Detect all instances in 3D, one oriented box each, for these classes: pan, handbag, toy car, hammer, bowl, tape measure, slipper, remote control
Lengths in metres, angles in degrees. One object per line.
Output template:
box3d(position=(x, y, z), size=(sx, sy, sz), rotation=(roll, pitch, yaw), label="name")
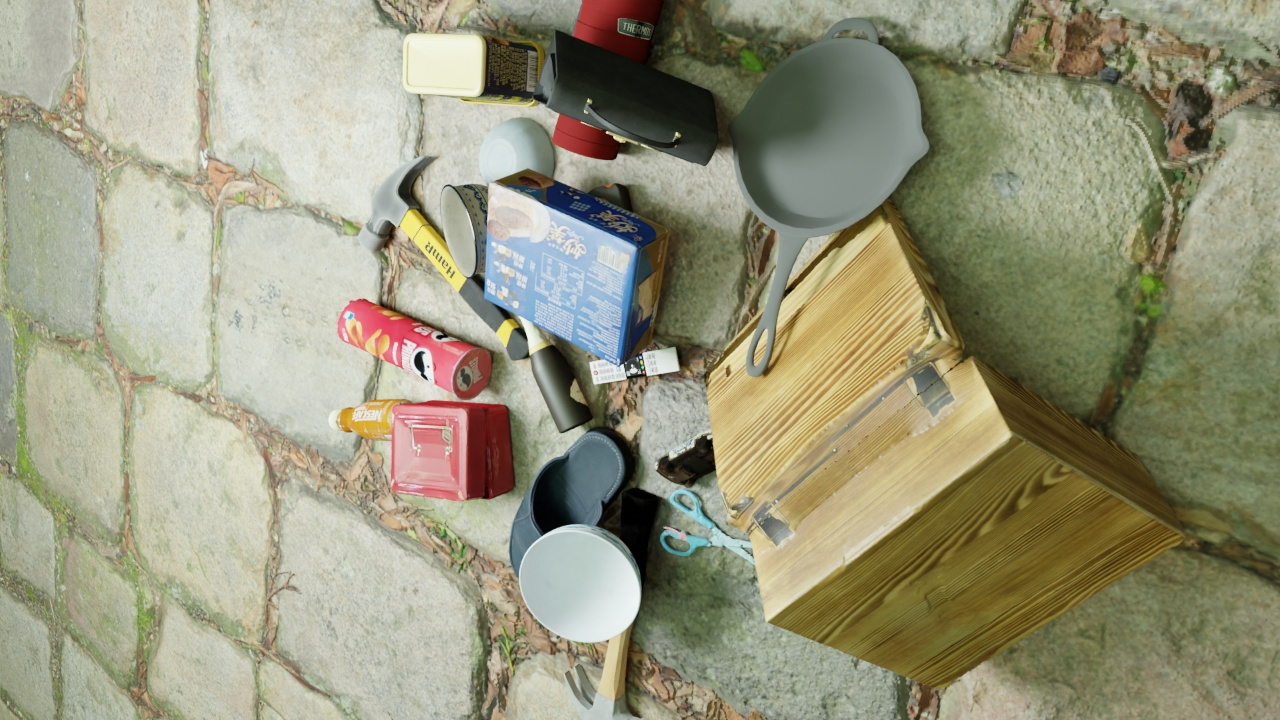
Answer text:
box3d(position=(0.163, -0.154, 0.893), size=(0.217, 0.024, 0.354), rotation=(19, 94, 37), label="pan")
box3d(position=(-0.009, -0.238, 0.887), size=(0.175, 0.195, 0.072), rotation=(17, 114, -15), label="handbag")
box3d(position=(0.064, 0.108, 1.039), size=(0.048, 0.040, 0.113), rotation=(36, 133, -23), label="toy car")
box3d(position=(-0.022, 0.317, 1.139), size=(0.131, 0.039, 0.328), rotation=(17, 108, 31), label="hammer")
box3d(position=(-0.245, -0.124, 1.209), size=(0.324, 0.034, 0.170), rotation=(47, 119, 16), label="hammer")
box3d(position=(-0.159, -0.243, 1.121), size=(0.106, 0.039, 0.106), rotation=(7, 103, 32), label="bowl")
box3d(position=(-0.061, 0.247, 1.075), size=(0.144, 0.074, 0.144), rotation=(4, 108, 13), label="bowl")
box3d(position=(-0.037, -0.171, 1.057), size=(0.059, 0.038, 0.058), rotation=(-14, 92, 21), label="tape measure")
box3d(position=(-0.196, -0.163, 1.122), size=(0.115, 0.059, 0.116), rotation=(41, 140, 47), label="bowl")
box3d(position=(-0.110, 0.196, 1.146), size=(0.109, 0.083, 0.266), rotation=(44, 121, 17), label="slipper")
box3d(position=(-0.006, 0.006, 1.084), size=(0.124, 0.011, 0.028), rotation=(-10, 93, 34), label="remote control")

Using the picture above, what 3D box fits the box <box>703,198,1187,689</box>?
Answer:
box3d(position=(0.241, 0.068, 0.871), size=(0.280, 0.286, 0.335), rotation=(-47, 31, 32), label="box")

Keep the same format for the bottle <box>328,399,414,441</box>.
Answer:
box3d(position=(-0.389, 0.086, 1.325), size=(0.167, 0.059, 0.059), rotation=(-3, 97, 37), label="bottle")

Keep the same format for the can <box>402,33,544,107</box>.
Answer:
box3d(position=(-0.200, -0.346, 1.089), size=(0.135, 0.104, 0.075), rotation=(13, 106, 31), label="can")

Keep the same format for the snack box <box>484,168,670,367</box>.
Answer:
box3d(position=(-0.077, -0.107, 1.038), size=(0.203, 0.069, 0.155), rotation=(26, 129, 24), label="snack box")

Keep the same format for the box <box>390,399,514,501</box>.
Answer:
box3d(position=(-0.253, 0.119, 1.229), size=(0.158, 0.097, 0.130), rotation=(2, 96, 37), label="box")

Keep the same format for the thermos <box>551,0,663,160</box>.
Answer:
box3d(position=(-0.043, -0.332, 1.006), size=(0.108, 0.083, 0.199), rotation=(39, 121, 41), label="thermos")

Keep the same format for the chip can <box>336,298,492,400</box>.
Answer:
box3d(position=(-0.311, -0.019, 1.246), size=(0.233, 0.073, 0.073), rotation=(22, 110, 29), label="chip can")

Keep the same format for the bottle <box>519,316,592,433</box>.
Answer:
box3d(position=(-0.117, -0.002, 1.132), size=(0.045, 0.045, 0.184), rotation=(-28, 85, 34), label="bottle")

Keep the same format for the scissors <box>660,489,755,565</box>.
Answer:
box3d(position=(0.084, 0.191, 1.063), size=(0.143, 0.015, 0.095), rotation=(1, 100, 27), label="scissors")
